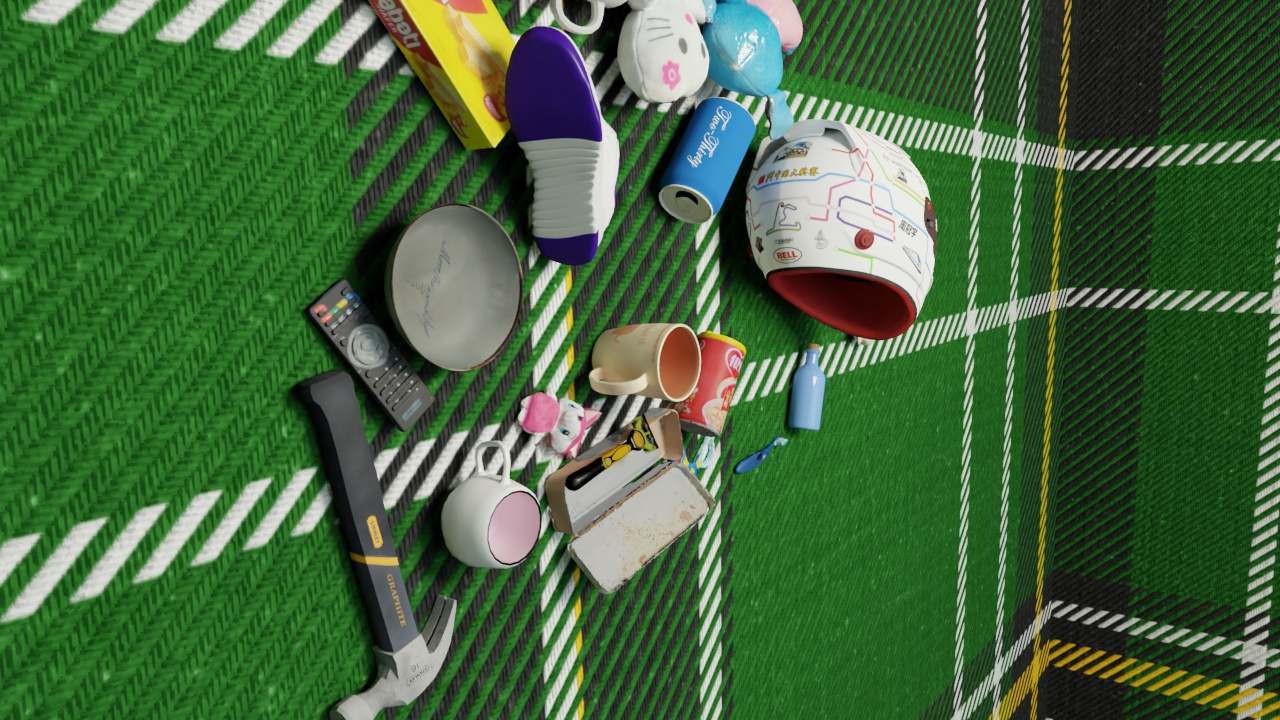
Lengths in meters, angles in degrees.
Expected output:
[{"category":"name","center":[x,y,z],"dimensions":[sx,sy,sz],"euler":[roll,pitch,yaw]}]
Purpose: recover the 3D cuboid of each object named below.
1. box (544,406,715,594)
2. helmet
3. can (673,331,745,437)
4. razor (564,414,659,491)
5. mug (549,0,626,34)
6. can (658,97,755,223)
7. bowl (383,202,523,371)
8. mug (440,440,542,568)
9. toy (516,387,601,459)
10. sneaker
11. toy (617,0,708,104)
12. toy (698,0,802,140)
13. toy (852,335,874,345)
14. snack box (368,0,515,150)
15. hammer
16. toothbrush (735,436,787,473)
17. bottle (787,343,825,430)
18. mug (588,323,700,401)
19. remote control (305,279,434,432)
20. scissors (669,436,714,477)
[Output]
[{"category":"box","center":[-0.008,0.157,1.067],"dimensions":[0.215,0.071,0.157],"euler":[-31,89,-46]},{"category":"helmet","center":[0.279,-0.189,1.249],"dimensions":[0.314,0.232,0.235],"euler":[28,69,-44]},{"category":"can","center":[0.086,0.031,1.167],"dimensions":[0.066,0.067,0.124],"euler":[36,66,-48]},{"category":"razor","center":[-0.032,0.107,1.011],"dimensions":[0.143,0.021,0.044],"euler":[-30,99,-44]},{"category":"mug","center":[-0.059,-0.391,0.919],"dimensions":[0.096,0.083,0.119],"euler":[-2,104,-52]},{"category":"can","center":[0.081,-0.245,1.115],"dimensions":[0.079,0.079,0.145],"euler":[48,58,-43]},{"category":"bowl","center":[-0.178,-0.066,0.826],"dimensions":[0.150,0.057,0.151],"euler":[-10,102,-51]},{"category":"mug","center":[-0.146,0.136,0.878],"dimensions":[0.090,0.076,0.124],"euler":[-3,97,-52]},{"category":"toy","center":[-0.083,0.068,0.975],"dimensions":[0.102,0.050,0.065],"euler":[29,76,-44]},{"category":"sneaker","center":[-0.062,-0.218,0.896],"dimensions":[0.245,0.092,0.110],"euler":[88,19,-44]},{"category":"toy","center":[0.016,-0.386,1.008],"dimensions":[0.137,0.086,0.209],"euler":[-21,107,-59]},{"category":"toy","center":[0.142,-0.395,1.141],"dimensions":[0.224,0.099,0.190],"euler":[47,48,-20]},{"category":"toy","center":[0.381,-0.069,1.542],"dimensions":[0.112,0.050,0.087],"euler":[-38,123,-47]},{"category":"snack box","center":[-0.171,-0.296,0.818],"dimensions":[0.092,0.042,0.201],"euler":[-59,136,-30]},{"category":"hammer","center":[-0.240,0.160,0.797],"dimensions":[0.139,0.035,0.313],"euler":[-31,118,-48]},{"category":"toothbrush","center":[0.177,0.137,1.336],"dimensions":[0.132,0.016,0.021],"euler":[-25,112,-48]},{"category":"bottle","center":[0.256,0.039,1.399],"dimensions":[0.048,0.048,0.131],"euler":[11,86,-52]},{"category":"mug","center":[-0.006,0.006,1.016],"dimensions":[0.111,0.104,0.085],"euler":[-37,122,-42]},{"category":"remote control","center":[-0.233,-0.002,0.796],"dimensions":[0.045,0.021,0.140],"euler":[-53,127,-35]},{"category":"scissors","center":[0.066,0.141,1.202],"dimensions":[0.130,0.014,0.125],"euler":[-37,121,-40]}]
